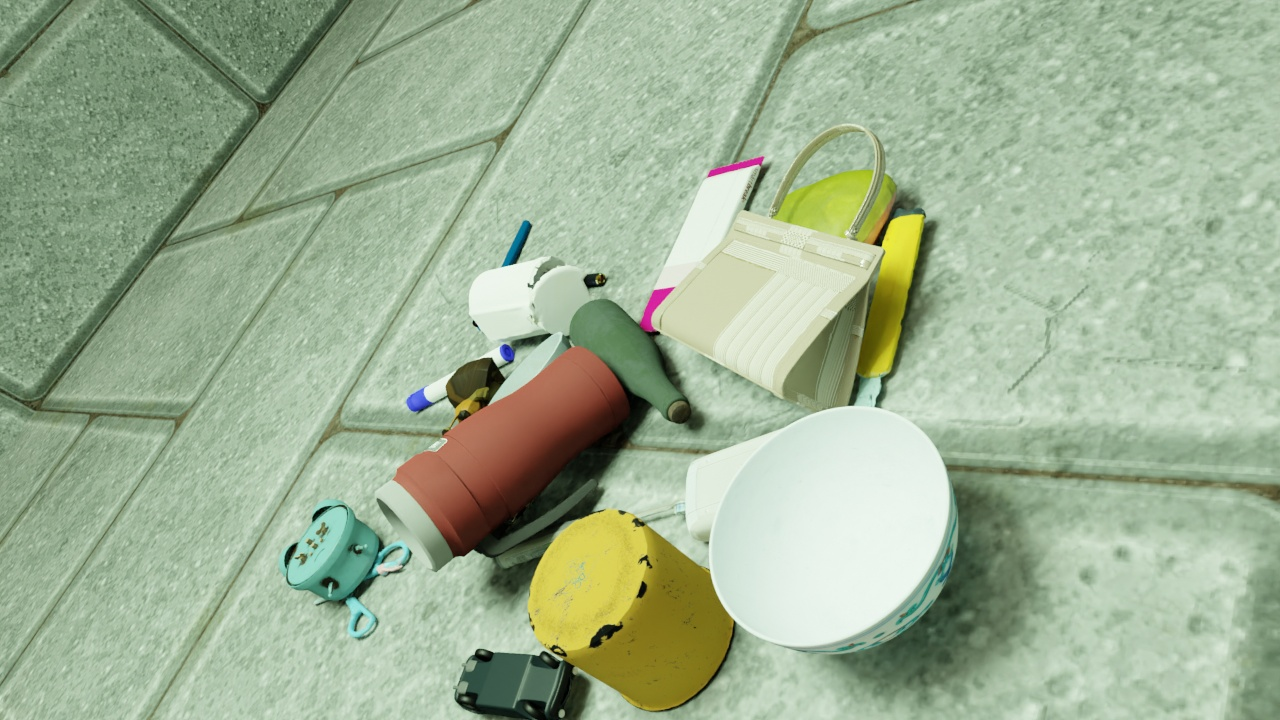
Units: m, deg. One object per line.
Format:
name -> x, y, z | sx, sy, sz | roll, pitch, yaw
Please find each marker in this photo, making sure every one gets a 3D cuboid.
marker -> -0.193, 0.019, 0.976 | 0.142, 0.020, 0.020 | -27, 40, 26

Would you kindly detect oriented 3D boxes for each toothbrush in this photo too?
toothbrush -> -0.038, 0.130, 0.707 | 0.186, 0.022, 0.024 | -21, 45, 30
toothbrush -> -0.158, -0.101, 1.060 | 0.014, 0.014, 0.167 | -4, 49, 30

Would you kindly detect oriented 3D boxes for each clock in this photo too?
clock -> -0.303, 0.183, 0.889 | 0.090, 0.053, 0.124 | -55, 31, -14

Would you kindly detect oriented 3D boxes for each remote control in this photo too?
remote control -> 0.089, 0.078, 0.616 | 0.139, 0.025, 0.060 | -24, 45, 31

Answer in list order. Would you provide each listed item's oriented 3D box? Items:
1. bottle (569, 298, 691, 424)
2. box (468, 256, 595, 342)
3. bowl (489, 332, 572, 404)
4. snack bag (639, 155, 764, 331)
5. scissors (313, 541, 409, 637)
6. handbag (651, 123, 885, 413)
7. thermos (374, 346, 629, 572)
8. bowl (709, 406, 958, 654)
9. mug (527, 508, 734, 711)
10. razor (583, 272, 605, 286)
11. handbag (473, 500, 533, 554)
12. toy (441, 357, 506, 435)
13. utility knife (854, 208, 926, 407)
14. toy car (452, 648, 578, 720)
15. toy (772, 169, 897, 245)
bottle -> -0.005, 0.004, 0.766 | 0.055, 0.055, 0.174 | -46, 36, 1
box -> -0.105, -0.058, 0.913 | 0.143, 0.080, 0.089 | -10, 34, 39
bowl -> -0.093, 0.026, 0.834 | 0.106, 0.039, 0.106 | -44, 15, 15
snack bag -> 0.057, -0.108, 0.843 | 0.070, 0.016, 0.196 | -3, 54, 45
scissors -> -0.271, 0.226, 0.867 | 0.141, 0.015, 0.111 | -32, 36, 30
handbag -> 0.112, -0.081, 0.670 | 0.176, 0.062, 0.198 | 32, 98, 57
thermos -> -0.098, 0.083, 0.726 | 0.198, 0.108, 0.084 | -38, -5, -24
bowl -> 0.119, 0.106, 0.519 | 0.144, 0.074, 0.143 | -27, 39, 25
mug -> -0.014, 0.153, 0.594 | 0.100, 0.094, 0.124 | -51, 35, -6
razor -> -0.091, -0.080, 0.969 | 0.145, 0.022, 0.043 | -2, 96, 40
handbag -> -0.134, 0.110, 0.799 | 0.079, 0.054, 0.128 | -42, 33, 0
toy -> -0.164, 0.041, 0.890 | 0.099, 0.062, 0.076 | -70, 3, -51
utility knife -> 0.167, -0.018, 0.640 | 0.031, 0.019, 0.223 | -10, 50, 47
toy car -> -0.089, 0.230, 0.648 | 0.112, 0.034, 0.046 | -12, 47, 40
toy -> 0.146, -0.113, 0.725 | 0.110, 0.051, 0.090 | 14, 69, 52
